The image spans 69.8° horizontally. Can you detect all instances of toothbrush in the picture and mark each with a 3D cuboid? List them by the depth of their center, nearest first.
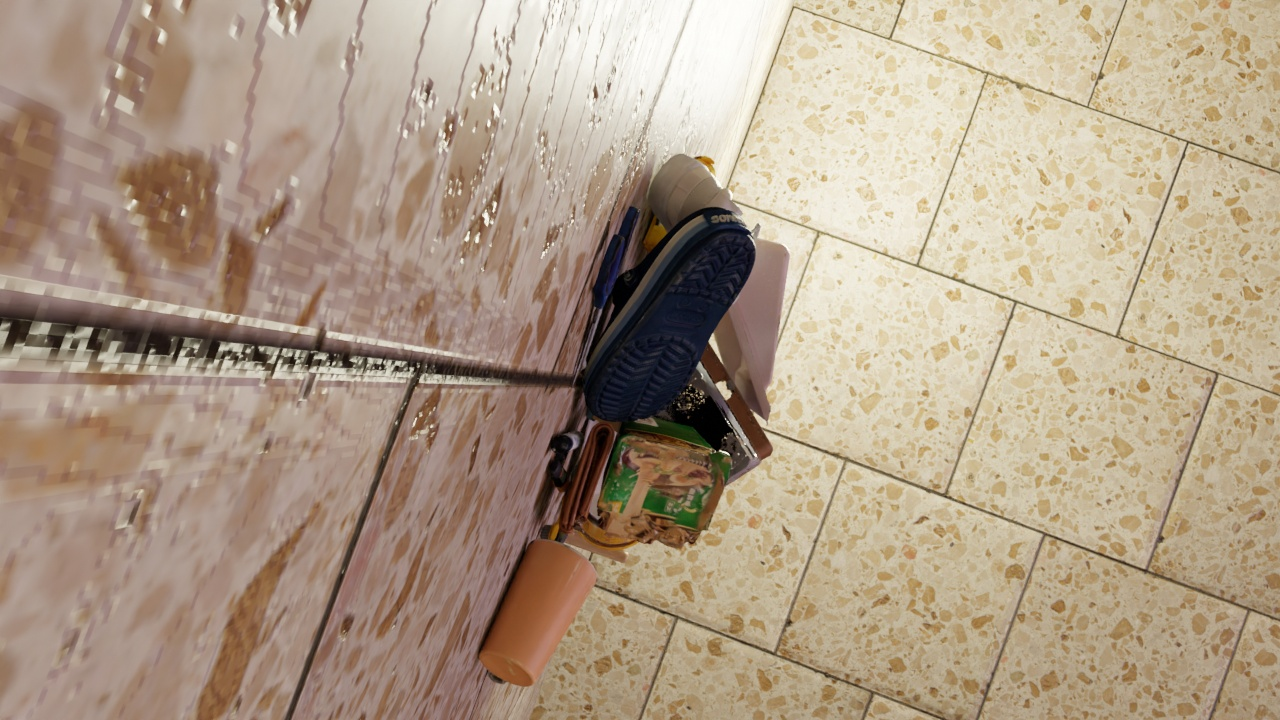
[{"bbox_3d":[-0.088,0.160,1.076,0.191,0.018,0.016,-69,159,-66],"label":"toothbrush"}]

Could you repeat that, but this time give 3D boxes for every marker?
[{"bbox_3d":[-0.068,0.078,0.862,0.130,0.018,0.022,46,51,-86],"label":"marker"},{"bbox_3d":[-0.081,0.114,0.904,0.124,0.015,0.018,94,12,-75],"label":"marker"}]

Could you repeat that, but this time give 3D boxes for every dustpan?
[{"bbox_3d":[0.093,-0.072,1.147,0.222,0.139,0.273,-149,-112,-85],"label":"dustpan"}]

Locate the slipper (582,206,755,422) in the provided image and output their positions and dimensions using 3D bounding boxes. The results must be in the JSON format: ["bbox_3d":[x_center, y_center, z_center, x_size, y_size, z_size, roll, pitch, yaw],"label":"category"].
[{"bbox_3d":[0.011,-0.044,0.840,0.254,0.105,0.095,-58,-139,38],"label":"slipper"}]

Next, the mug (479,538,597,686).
[{"bbox_3d":[-0.102,0.244,0.883,0.078,0.078,0.122,106,10,-50],"label":"mug"}]

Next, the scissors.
[{"bbox_3d":[-0.034,-0.042,0.740,0.140,0.012,0.171,-61,172,-82],"label":"scissors"}]

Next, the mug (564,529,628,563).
[{"bbox_3d":[-0.048,0.215,1.306,0.084,0.103,0.124,98,12,-76],"label":"mug"}]

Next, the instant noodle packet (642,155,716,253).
[{"bbox_3d":[0.042,-0.164,0.987,0.128,0.044,0.111,-56,168,-68],"label":"instant noodle packet"}]

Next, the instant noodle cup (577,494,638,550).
[{"bbox_3d":[-0.034,0.184,1.210,0.115,0.118,0.118,99,12,-71],"label":"instant noodle cup"}]

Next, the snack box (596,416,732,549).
[{"bbox_3d":[0.014,0.112,0.941,0.105,0.118,0.118,-108,-145,-66],"label":"snack box"}]

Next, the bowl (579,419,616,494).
[{"bbox_3d":[-0.034,0.113,1.100,0.118,0.065,0.118,14,87,-86],"label":"bowl"}]

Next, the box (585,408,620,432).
[{"bbox_3d":[-0.006,0.006,1.003,0.089,0.059,0.185,-48,165,-43],"label":"box"}]

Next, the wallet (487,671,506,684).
[{"bbox_3d":[-0.124,0.278,1.016,0.107,0.037,0.129,-58,-176,39],"label":"wallet"}]

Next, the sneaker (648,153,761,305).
[{"bbox_3d":[0.077,-0.109,0.922,0.089,0.091,0.242,-49,157,-10],"label":"sneaker"}]

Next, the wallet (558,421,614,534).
[{"bbox_3d":[-0.056,0.124,0.930,0.132,0.031,0.107,111,-1,-75],"label":"wallet"}]

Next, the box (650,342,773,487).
[{"bbox_3d":[0.056,0.086,1.172,0.156,0.180,0.227,-31,168,1],"label":"box"}]

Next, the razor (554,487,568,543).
[{"bbox_3d":[-0.102,0.218,1.135,0.043,0.022,0.142,93,17,-75],"label":"razor"}]
